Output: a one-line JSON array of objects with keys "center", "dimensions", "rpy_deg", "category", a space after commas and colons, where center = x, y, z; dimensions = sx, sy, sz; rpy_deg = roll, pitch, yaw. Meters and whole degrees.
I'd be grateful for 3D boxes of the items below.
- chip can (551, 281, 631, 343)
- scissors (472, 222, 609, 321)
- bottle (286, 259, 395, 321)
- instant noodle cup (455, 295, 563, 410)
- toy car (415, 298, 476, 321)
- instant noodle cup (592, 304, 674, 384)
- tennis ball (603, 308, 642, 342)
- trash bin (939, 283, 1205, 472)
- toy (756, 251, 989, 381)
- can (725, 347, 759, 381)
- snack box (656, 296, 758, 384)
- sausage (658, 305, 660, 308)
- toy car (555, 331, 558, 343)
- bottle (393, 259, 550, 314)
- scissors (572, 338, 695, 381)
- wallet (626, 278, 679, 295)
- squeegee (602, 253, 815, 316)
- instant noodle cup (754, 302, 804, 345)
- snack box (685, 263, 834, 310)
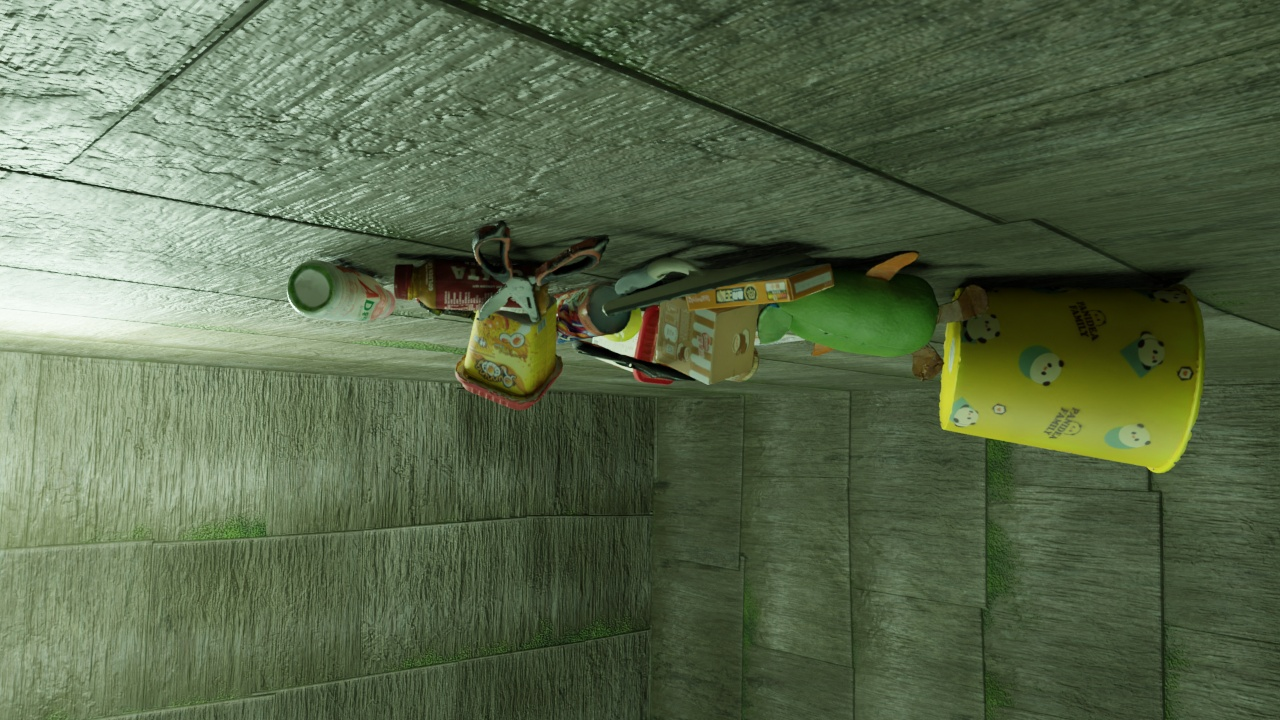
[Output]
[{"center": [-0.100, -0.059, 1.257], "dimensions": [0.071, 0.071, 0.215], "rpy_deg": [5, 173, -35], "category": "chip can"}, {"center": [-0.124, -0.089, 0.967], "dimensions": [0.228, 0.015, 0.188], "rpy_deg": [-22, 154, 32], "category": "scissors"}, {"center": [-0.362, -0.079, 1.141], "dimensions": [0.068, 0.068, 0.197], "rpy_deg": [1, 178, 7], "category": "bottle"}, {"center": [-0.158, -0.023, 1.140], "dimensions": [0.116, 0.124, 0.115], "rpy_deg": [21, -142, 11], "category": "instant noodle cup"}, {"center": [-0.226, -0.083, 1.138], "dimensions": [0.120, 0.053, 0.045], "rpy_deg": [13, -151, -52], "category": "toy car"}, {"center": [-0.002, -0.030, 1.405], "dimensions": [0.124, 0.116, 0.116], "rpy_deg": [13, -177, 36], "category": "instant noodle cup"}, {"center": [-0.030, -0.058, 1.276], "dimensions": [0.065, 0.065, 0.065], "rpy_deg": [1, 175, 0], "category": "tennis ball"}, {"center": [0.515, 0.011, 1.136], "dimensions": [0.255, 0.229, 0.229], "rpy_deg": [5, 176, 13], "category": "trash bin"}, {"center": [0.260, -0.055, 1.053], "dimensions": [0.246, 0.089, 0.228], "rpy_deg": [12, 144, -11], "category": "toy"}, {"center": [0.114, -0.004, 1.226], "dimensions": [0.059, 0.058, 0.116], "rpy_deg": [-1, 174, 27], "category": "can"}, {"center": [0.080, -0.036, 1.108], "dimensions": [0.076, 0.093, 0.094], "rpy_deg": [-17, -150, -39], "category": "snack box"}, {"center": [0.101, -0.072, 1.338], "dimensions": [0.165, 0.021, 0.021], "rpy_deg": [4, 174, -23], "category": "sausage"}, {"center": [-0.164, -0.055, 1.217], "dimensions": [0.122, 0.037, 0.056], "rpy_deg": [38, 150, -14], "category": "toy car"}, {"center": [-0.194, -0.086, 1.058], "dimensions": [0.174, 0.057, 0.057], "rpy_deg": [2, 175, -13], "category": "bottle"}, {"center": [-0.016, 0.004, 1.136], "dimensions": [0.220, 0.022, 0.234], "rpy_deg": [13, -176, -39], "category": "scissors"}, {"center": [0.038, -0.089, 1.196], "dimensions": [0.097, 0.019, 0.121], "rpy_deg": [3, 176, -31], "category": "wallet"}, {"center": [0.023, -0.095, 1.028], "dimensions": [0.246, 0.039, 0.247], "rpy_deg": [-16, -171, -23], "category": "squeegee"}, {"center": [0.137, -0.059, 1.274], "dimensions": [0.173, 0.060, 0.138], "rpy_deg": [6, 173, -31], "category": "instant noodle cup"}, {"center": [0.126, -0.078, 0.992], "dimensions": [0.075, 0.026, 0.154], "rpy_deg": [-20, -169, -39], "category": "snack box"}]
